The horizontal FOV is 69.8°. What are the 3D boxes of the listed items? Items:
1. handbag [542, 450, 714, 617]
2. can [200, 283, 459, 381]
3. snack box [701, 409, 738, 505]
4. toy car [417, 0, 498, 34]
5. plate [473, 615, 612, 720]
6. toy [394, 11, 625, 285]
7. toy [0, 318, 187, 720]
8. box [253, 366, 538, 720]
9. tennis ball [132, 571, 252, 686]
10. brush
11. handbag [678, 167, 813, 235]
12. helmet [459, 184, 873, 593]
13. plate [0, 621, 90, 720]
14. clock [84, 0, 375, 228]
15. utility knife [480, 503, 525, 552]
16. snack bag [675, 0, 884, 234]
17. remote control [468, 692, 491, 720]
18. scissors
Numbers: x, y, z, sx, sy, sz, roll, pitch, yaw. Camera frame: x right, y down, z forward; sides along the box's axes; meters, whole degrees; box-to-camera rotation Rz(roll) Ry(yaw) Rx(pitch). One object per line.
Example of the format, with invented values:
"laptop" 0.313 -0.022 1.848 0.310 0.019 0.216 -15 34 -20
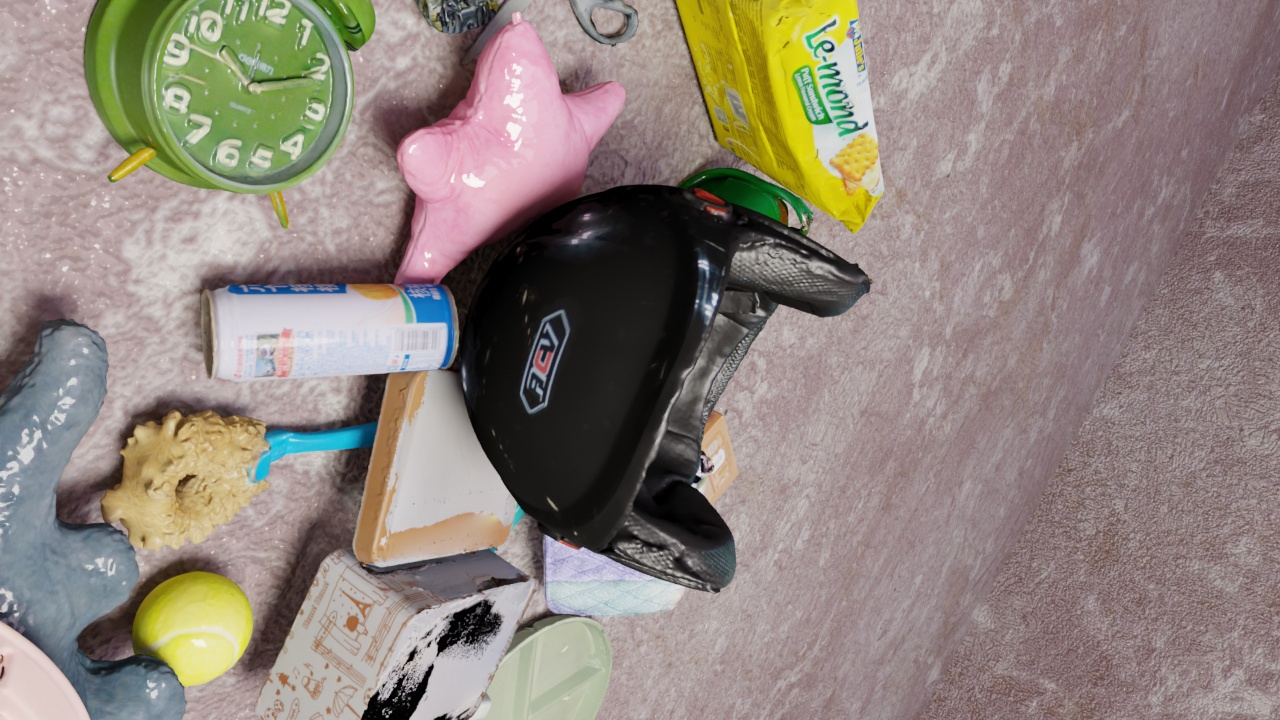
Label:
"handbag" -0.017 0.142 0.776 0.134 0.075 0.194 0 139 -7
"can" -0.177 -0.017 0.528 0.134 0.053 0.053 -3 115 -32
"snack box" 0.029 0.096 0.865 0.094 0.077 0.093 -46 141 -25
"toy car" -0.110 -0.240 0.516 0.048 0.031 0.106 -26 133 -26
"plate" -0.114 0.345 0.886 0.229 0.027 0.231 -29 132 -39
"toy" -0.078 -0.135 0.580 0.194 0.074 0.179 -35 154 -40
"toy" -0.313 0.155 0.459 0.137 0.091 0.357 -18 124 -41
"box" -0.140 0.137 0.643 0.262 0.088 0.177 -65 158 3
"tennis ball" -0.266 0.159 0.545 0.065 0.065 0.066 -29 132 -38
"brush" -0.205 0.055 0.579 0.254 0.046 0.083 -11 119 -54
"handbag" 0.062 -0.093 0.752 0.131 0.120 0.068 -42 134 -24
"helmet" -0.003 0.003 0.582 0.233 0.230 0.274 -68 166 7
"plate" -0.356 0.182 0.380 0.229 0.028 0.230 -7 117 -14
"clock" -0.193 -0.153 0.448 0.116 0.056 0.161 11 103 -55
"utility knife" -0.093 0.110 0.776 0.192 0.013 0.029 -51 144 -14
"snack bag" 0.100 -0.217 0.698 0.068 0.158 0.247 -37 139 -7
"remote control" -0.185 0.269 0.722 0.149 0.058 0.021 16 101 -53
"scissors" -0.058 -0.252 0.596 0.177 0.014 0.159 -52 140 -10
